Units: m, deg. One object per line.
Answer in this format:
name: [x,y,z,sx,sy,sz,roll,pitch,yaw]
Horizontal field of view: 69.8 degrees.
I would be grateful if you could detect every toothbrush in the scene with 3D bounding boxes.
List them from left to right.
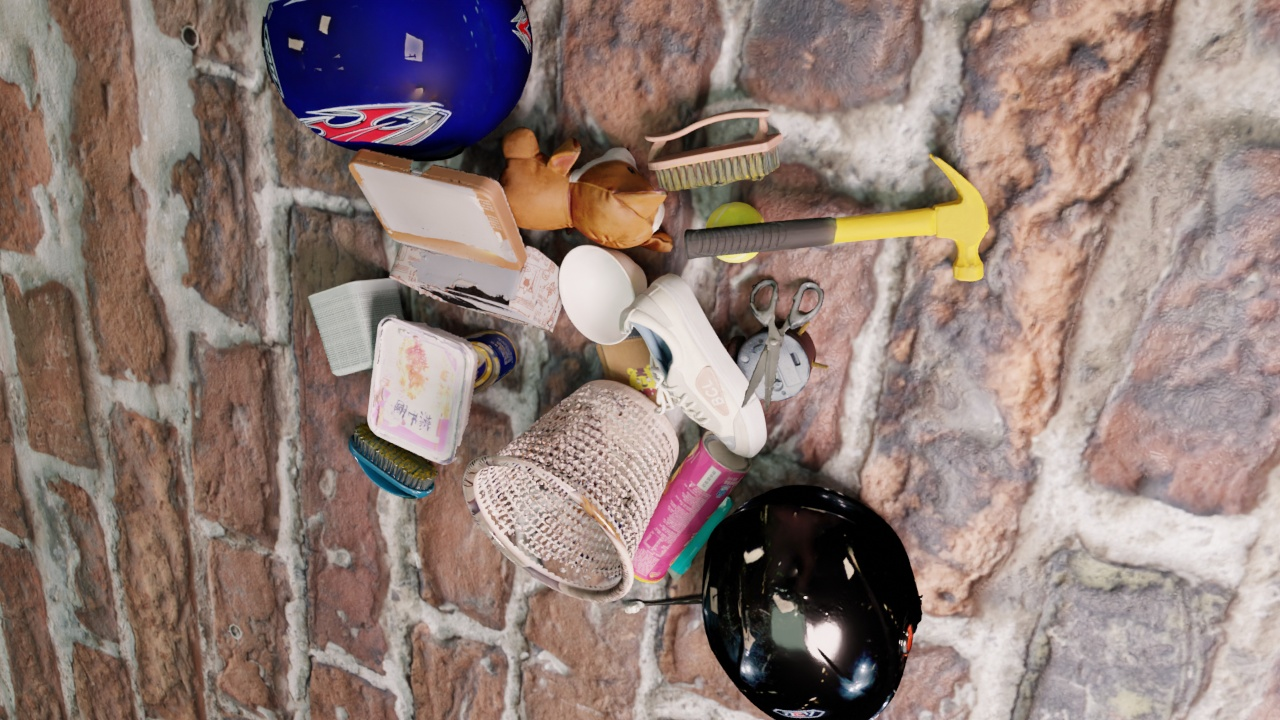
toothbrush: [0.058,0.319,1.211,0.181,0.018,0.015,-13,100,26]

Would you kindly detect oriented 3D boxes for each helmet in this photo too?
helmet: [-0.281,-0.336,0.992,0.316,0.239,0.247,-1,107,25]
helmet: [0.180,0.271,1.018,0.234,0.230,0.274,-10,66,27]

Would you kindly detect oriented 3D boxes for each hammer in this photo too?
hammer: [0.195,-0.133,0.930,0.301,0.032,0.129,-5,107,8]

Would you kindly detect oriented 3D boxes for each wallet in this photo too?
wallet: [-0.007,0.007,1.115,0.090,0.033,0.115,-9,108,26]

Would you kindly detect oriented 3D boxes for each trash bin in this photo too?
trash bin: [-0.062,0.135,1.073,0.228,0.191,0.228,22,139,20]

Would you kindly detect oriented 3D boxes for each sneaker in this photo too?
sneaker: [0.057,0.027,1.019,0.242,0.090,0.089,59,163,-22]

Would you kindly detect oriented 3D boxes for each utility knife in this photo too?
utility knife: [0.074,0.225,1.171,0.029,0.013,0.152,35,117,5]

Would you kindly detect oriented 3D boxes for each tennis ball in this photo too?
tennis ball: [0.103,-0.138,0.992,0.065,0.065,0.065,8,112,21]

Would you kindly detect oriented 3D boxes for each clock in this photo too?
clock: [0.143,0.002,1.032,0.122,0.055,0.082,-20,101,29]

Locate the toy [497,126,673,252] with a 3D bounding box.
toy: [-0.057,-0.186,1.022,0.200,0.140,0.130,22,79,17]

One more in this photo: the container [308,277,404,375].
container: [-0.365,-0.044,1.210,0.090,0.090,0.111,-13,92,27]

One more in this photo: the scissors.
scissors: [0.148,-0.022,0.972,0.156,0.168,0.014,-24,139,-4]

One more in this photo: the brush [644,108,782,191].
brush: [0.074,-0.223,0.976,0.146,0.063,0.073,-3,111,27]

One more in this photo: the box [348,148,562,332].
box: [-0.201,-0.127,1.027,0.179,0.260,0.105,16,83,18]

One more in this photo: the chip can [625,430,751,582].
chip can: [0.052,0.182,1.131,0.071,0.071,0.211,38,119,7]

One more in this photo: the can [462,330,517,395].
can: [-0.233,0.011,1.206,0.148,0.049,0.074,-20,100,28]

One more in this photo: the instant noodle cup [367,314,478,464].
instant noodle cup: [-0.268,0.031,1.165,0.138,0.060,0.174,21,117,15]

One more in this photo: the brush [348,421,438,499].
brush: [-0.357,0.151,1.309,0.144,0.055,0.074,33,118,10]

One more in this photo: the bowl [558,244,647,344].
bowl: [-0.031,-0.084,1.065,0.118,0.064,0.118,21,124,35]
